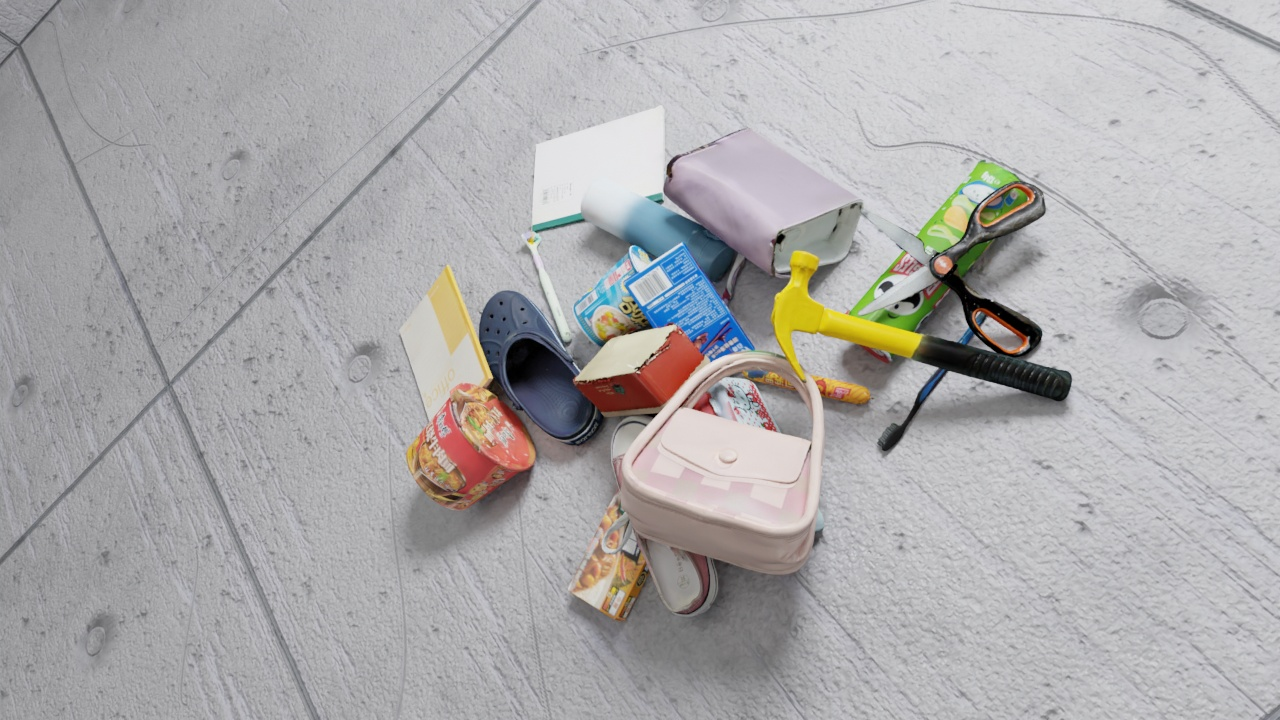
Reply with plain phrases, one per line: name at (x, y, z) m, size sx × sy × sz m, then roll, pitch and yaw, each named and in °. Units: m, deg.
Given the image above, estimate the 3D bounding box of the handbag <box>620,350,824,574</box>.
handbag at (0.102, 0.087, 0.937) m, size 0.193 × 0.093 × 0.233 m, roll 16°, pitch 56°, yaw 16°

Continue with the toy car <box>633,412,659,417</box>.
toy car at (0.020, 0.085, 1.093) m, size 0.049 × 0.031 × 0.105 m, roll -19°, pitch 68°, yaw 16°

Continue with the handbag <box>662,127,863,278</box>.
handbag at (0.139, -0.182, 1.079) m, size 0.197 × 0.144 × 0.099 m, roll 43°, pitch 136°, yaw 35°

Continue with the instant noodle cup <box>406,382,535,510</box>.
instant noodle cup at (-0.216, 0.114, 1.152) m, size 0.109 × 0.137 × 0.138 m, roll -42°, pitch 56°, yaw 16°

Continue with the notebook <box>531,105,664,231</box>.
notebook at (-0.062, -0.268, 1.294) m, size 0.209 × 0.012 × 0.150 m, roll -9°, pitch 67°, yaw 25°

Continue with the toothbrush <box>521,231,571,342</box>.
toothbrush at (-0.126, -0.102, 1.255) m, size 0.020 × 0.029 × 0.189 m, roll -59°, pitch 44°, yaw 48°

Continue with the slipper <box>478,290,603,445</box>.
slipper at (-0.144, 0.007, 1.176) m, size 0.105 × 0.095 × 0.252 m, roll -41°, pitch 60°, yaw 3°

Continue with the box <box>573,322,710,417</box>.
box at (-0.006, 0.006, 1.057) m, size 0.091 × 0.077 × 0.169 m, roll -49°, pitch 18°, yaw -24°

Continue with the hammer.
hammer at (0.279, -0.013, 0.927) m, size 0.301 × 0.033 × 0.129 m, roll 15°, pitch 93°, yaw 6°

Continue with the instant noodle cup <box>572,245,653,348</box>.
instant noodle cup at (-0.024, -0.073, 1.150) m, size 0.110 × 0.099 × 0.099 m, roll -34°, pitch 58°, yaw 19°

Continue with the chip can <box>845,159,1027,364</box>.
chip can at (0.318, -0.108, 0.996) m, size 0.236 × 0.072 × 0.072 m, roll -49°, pitch 56°, yaw 1°

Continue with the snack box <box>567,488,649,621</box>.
snack box at (-0.018, 0.215, 1.062) m, size 0.075 × 0.026 × 0.153 m, roll 22°, pitch 81°, yaw 32°

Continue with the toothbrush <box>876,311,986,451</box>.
toothbrush at (0.313, 0.019, 0.981) m, size 0.189 × 0.014 × 0.016 m, roll -53°, pitch 33°, yaw -2°

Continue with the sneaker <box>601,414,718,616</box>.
sneaker at (0.016, 0.158, 1.000) m, size 0.118 × 0.088 × 0.240 m, roll -25°, pitch 60°, yaw 14°

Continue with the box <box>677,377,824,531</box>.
box at (0.125, 0.111, 1.016) m, size 0.100 × 0.096 × 0.201 m, roll -12°, pitch 58°, yaw -20°

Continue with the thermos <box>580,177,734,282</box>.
thermos at (0.021, -0.168, 1.174) m, size 0.220 × 0.070 × 0.070 m, roll 31°, pitch 85°, yaw 30°

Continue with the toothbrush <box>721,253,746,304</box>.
toothbrush at (0.112, -0.084, 1.127) m, size 0.017 × 0.016 × 0.187 m, roll 17°, pitch 78°, yaw 23°

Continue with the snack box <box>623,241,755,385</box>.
snack box at (0.058, -0.052, 1.078) m, size 0.085 × 0.026 × 0.157 m, roll -33°, pitch 100°, yaw 12°

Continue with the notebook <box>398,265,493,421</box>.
notebook at (-0.272, -0.010, 1.266) m, size 0.146 × 0.010 × 0.206 m, roll -46°, pitch 54°, yaw 31°

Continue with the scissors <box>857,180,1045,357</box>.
scissors at (0.332, -0.100, 0.947) m, size 0.233 × 0.021 × 0.221 m, roll 41°, pitch 90°, yaw 0°

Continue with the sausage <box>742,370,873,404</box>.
sausage at (0.185, 0.025, 1.039) m, size 0.165 × 0.021 × 0.021 m, roll 12°, pitch 76°, yaw 31°
